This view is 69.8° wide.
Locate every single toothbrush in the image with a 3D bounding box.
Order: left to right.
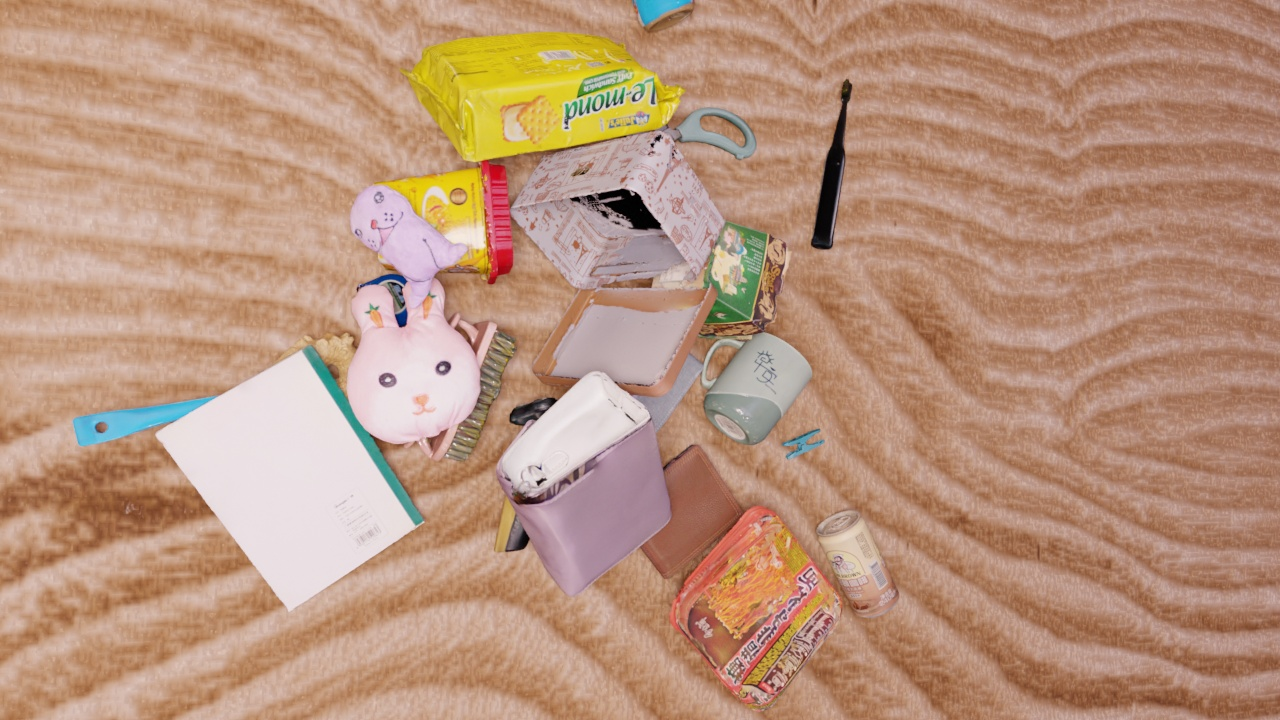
[{"bbox_3d":[0.236,-0.240,1.113,0.026,0.027,0.212,7,82,23],"label":"toothbrush"}]

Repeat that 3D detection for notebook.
[{"bbox_3d":[-0.314,0.110,0.846,0.150,0.012,0.209,-33,112,-17],"label":"notebook"}]

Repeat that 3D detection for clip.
[{"bbox_3d":[0.193,0.099,1.086,0.056,0.014,0.045,-22,94,-21],"label":"clip"}]

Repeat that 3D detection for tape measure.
[{"bbox_3d":[-0.245,-0.057,0.905,0.054,0.025,0.058,-29,102,-23],"label":"tape measure"}]

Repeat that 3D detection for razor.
[{"bbox_3d":[-0.117,0.117,0.941,0.067,0.062,0.167,15,87,9],"label":"razor"}]

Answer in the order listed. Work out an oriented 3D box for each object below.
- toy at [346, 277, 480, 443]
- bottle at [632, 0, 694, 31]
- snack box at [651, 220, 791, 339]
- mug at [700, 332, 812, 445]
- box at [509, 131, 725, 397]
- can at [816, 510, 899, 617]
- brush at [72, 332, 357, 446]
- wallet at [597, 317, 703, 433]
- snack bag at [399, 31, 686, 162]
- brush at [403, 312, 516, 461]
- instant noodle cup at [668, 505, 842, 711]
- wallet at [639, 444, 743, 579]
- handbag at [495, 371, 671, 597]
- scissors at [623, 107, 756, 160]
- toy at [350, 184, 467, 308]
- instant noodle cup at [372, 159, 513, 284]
[{"bbox_3d":[-0.217,-0.003,0.858,0.121,0.054,0.159,-15,76,-12],"label":"toy"},{"bbox_3d":[-0.007,-0.476,1.002,0.065,0.065,0.218,-25,97,-22],"label":"bottle"},{"bbox_3d":[0.077,-0.095,0.978,0.105,0.118,0.118,23,76,-40],"label":"snack box"},{"bbox_3d":[0.117,0.026,1.028,0.112,0.082,0.106,35,73,14],"label":"mug"},{"bbox_3d":[-0.041,-0.093,0.885,0.157,0.181,0.197,49,59,-39],"label":"box"},{"bbox_3d":[0.256,0.240,1.081,0.058,0.059,0.116,-30,99,-21],"label":"can"},{"bbox_3d":[-0.368,0.033,0.833,0.254,0.046,0.083,-15,97,-28],"label":"brush"},{"bbox_3d":[-0.006,0.006,0.996,0.129,0.037,0.106,40,73,-16],"label":"wallet"},{"bbox_3d":[-0.096,-0.272,0.906,0.246,0.158,0.068,-15,132,-23],"label":"snack bag"},{"bbox_3d":[-0.181,0.029,0.908,0.073,0.063,0.145,24,80,-24],"label":"brush"},{"bbox_3d":[0.117,0.266,1.004,0.164,0.079,0.189,-44,112,-18],"label":"instant noodle cup"},{"bbox_3d":[0.043,0.165,1.013,0.124,0.032,0.101,-36,98,-21],"label":"wallet"},{"bbox_3d":[-0.054,0.123,0.885,0.144,0.098,0.197,-43,148,-22],"label":"handbag"},{"bbox_3d":[0.067,-0.235,1.048,0.181,0.019,0.170,-30,98,-20],"label":"scissors"},{"bbox_3d":[-0.215,-0.108,0.822,0.108,0.038,0.084,43,113,-3],"label":"toy"},{"bbox_3d":[-0.191,-0.132,0.890,0.123,0.116,0.116,-4,90,-11],"label":"instant noodle cup"}]
